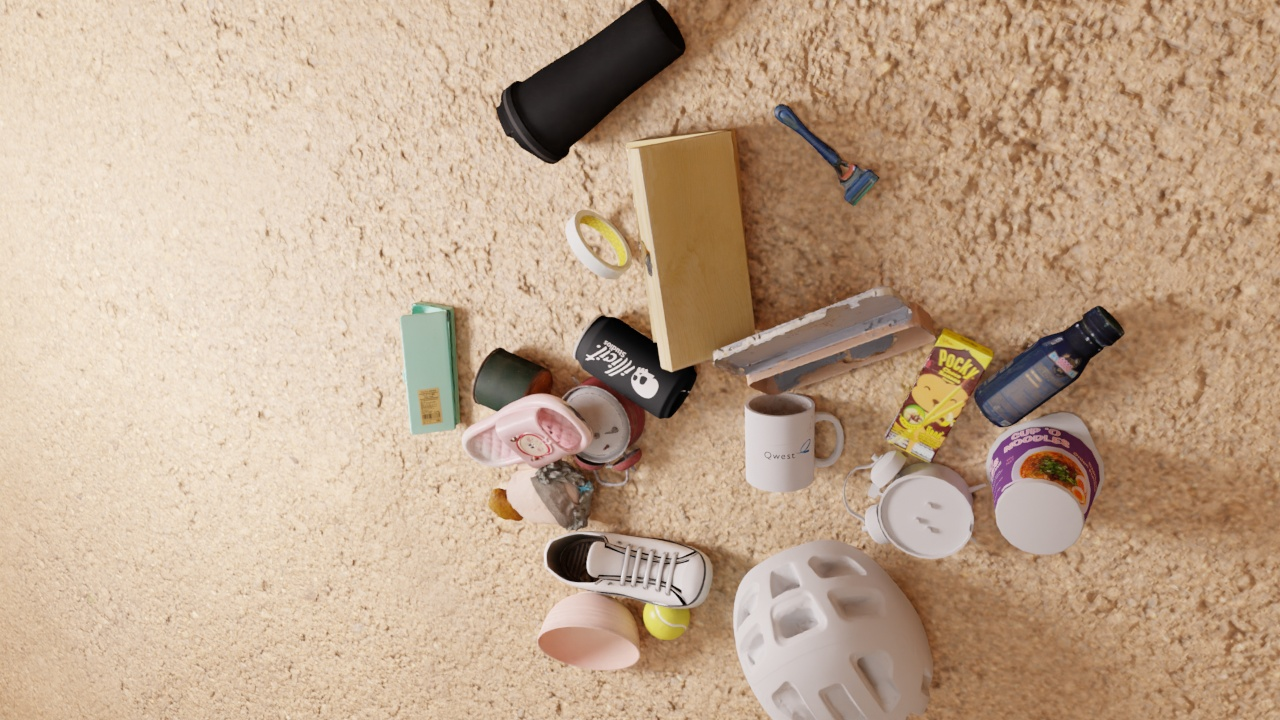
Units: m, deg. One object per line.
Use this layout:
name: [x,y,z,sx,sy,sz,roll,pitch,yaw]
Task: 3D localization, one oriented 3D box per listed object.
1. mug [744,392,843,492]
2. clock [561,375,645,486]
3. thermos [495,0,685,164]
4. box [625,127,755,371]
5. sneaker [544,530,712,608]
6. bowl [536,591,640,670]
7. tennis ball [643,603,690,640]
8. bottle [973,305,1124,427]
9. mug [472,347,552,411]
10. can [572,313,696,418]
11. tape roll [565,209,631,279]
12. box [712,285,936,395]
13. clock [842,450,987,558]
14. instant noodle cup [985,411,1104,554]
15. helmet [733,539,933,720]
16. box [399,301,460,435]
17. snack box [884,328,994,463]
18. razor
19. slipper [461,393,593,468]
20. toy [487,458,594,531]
mug: [0.187,0.097,1.114,0.119,0.083,0.096,-4,108,-3]
clock: [-0.052,0.099,1.235,0.110,0.061,0.157,-2,107,26]
thermos: [-0.056,-0.326,1.067,0.219,0.105,0.106,-29,94,26]
box: [0.061,-0.133,1.062,0.142,0.184,0.249,-7,107,6]
sneaker: [-0.026,0.276,1.248,0.246,0.097,0.091,6,74,29]
bowl: [-0.069,0.382,1.323,0.153,0.076,0.153,5,140,4]
tennis ball: [0.037,0.356,1.281,0.065,0.065,0.065,9,111,23]
bottle: [0.429,0.007,0.968,0.056,0.056,0.161,46,121,5]
mug: [-0.173,0.044,1.270,0.081,0.084,0.111,23,147,16]
can: [-0.007,0.007,1.168,0.146,0.080,0.080,33,119,12]
tape roll: [-0.051,-0.143,1.128,0.019,0.093,0.094,-38,89,31]
box: [0.203,-0.019,1.021,0.217,0.150,0.043,-21,69,31]
clock: [0.317,0.170,1.079,0.159,0.060,0.120,10,112,22]
instant noodle cup: [0.430,0.136,0.976,0.122,0.121,0.137,23,116,17]
helmet: [0.240,0.372,1.131,0.224,0.183,0.282,-20,124,16]
box: [-0.308,0.017,1.321,0.077,0.079,0.189,11,112,21]
snack box: [0.338,0.041,1.043,0.061,0.025,0.149,28,118,14]
razor: [0.202,-0.235,1.016,0.141,0.018,0.044,47,121,8]
slipper: [-0.152,0.104,1.210,0.222,0.055,0.107,-19,126,38]
toy: [-0.140,0.191,1.305,0.176,0.076,0.133,-14,116,28]
